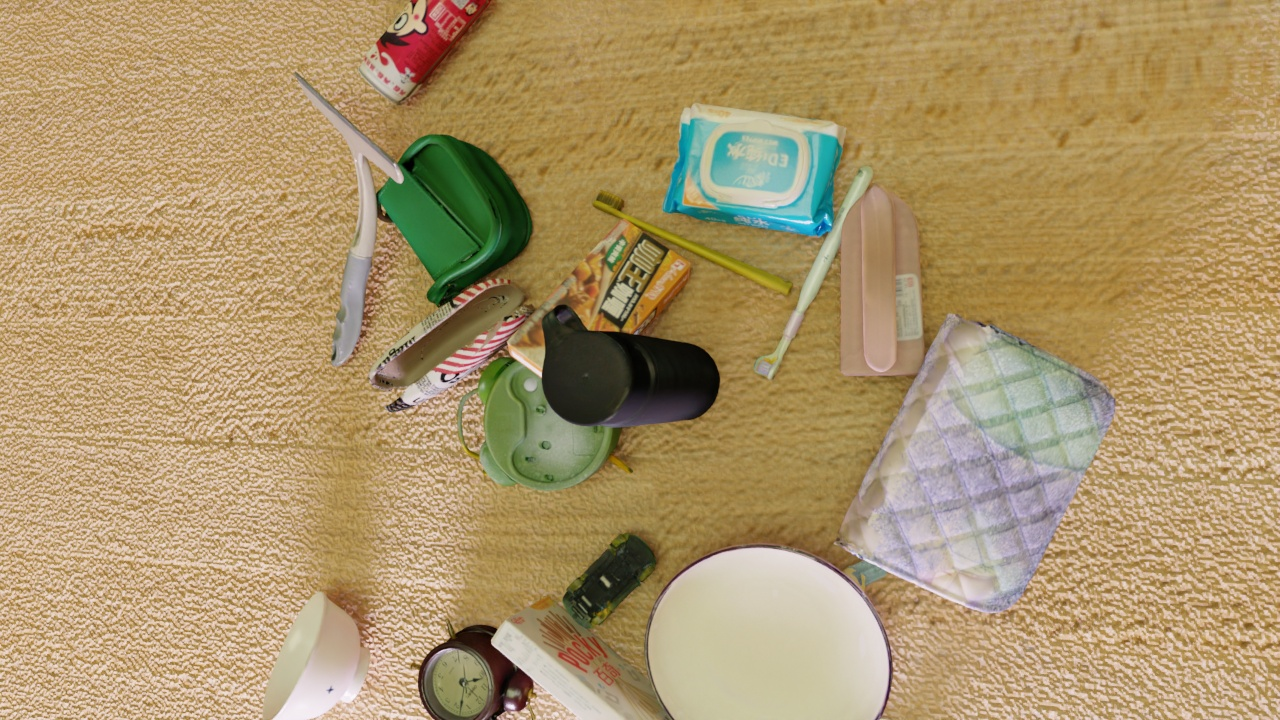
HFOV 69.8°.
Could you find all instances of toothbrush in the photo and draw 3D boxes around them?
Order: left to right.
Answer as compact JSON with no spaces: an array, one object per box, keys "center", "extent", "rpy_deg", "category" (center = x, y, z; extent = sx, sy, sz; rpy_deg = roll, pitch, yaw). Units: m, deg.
[{"center":[0.043,-0.101,0.780],"extent":[0.190,0.015,0.016],"rpy_deg":[27,89,16],"category":"toothbrush"},{"center":[0.142,-0.072,0.748],"extent":[0.020,0.029,0.189],"rpy_deg":[24,96,-27],"category":"toothbrush"}]

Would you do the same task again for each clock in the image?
[{"center":[-0.140,0.286,0.802],"extent":[0.122,0.055,0.082],"rpy_deg":[40,99,17],"category":"clock"},{"center":[-0.087,0.052,0.793],"extent":[0.161,0.056,0.116],"rpy_deg":[-2,87,16],"category":"clock"}]

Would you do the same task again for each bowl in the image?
[{"center":[-0.287,0.278,0.835],"extent":[0.064,0.118,0.118],"rpy_deg":[29,98,-24],"category":"bowl"}]

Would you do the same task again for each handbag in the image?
[{"center":[-0.172,-0.129,0.823],"extent":[0.120,0.067,0.131],"rpy_deg":[-38,80,21],"category":"handbag"},{"center":[0.244,0.077,0.676],"extent":[0.134,0.075,0.194],"rpy_deg":[25,95,-8],"category":"handbag"}]

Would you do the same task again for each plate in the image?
[{"center":[0.100,0.231,0.729],"extent":[0.192,0.039,0.192],"rpy_deg":[2,101,13],"category":"plate"}]

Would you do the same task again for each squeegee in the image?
[{"center":[-0.257,-0.103,0.826],"extent":[0.246,0.039,0.247],"rpy_deg":[41,129,43],"category":"squeegee"}]

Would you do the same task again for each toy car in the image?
[{"center":[-0.025,0.186,0.781],"extent":[0.091,0.036,0.043],"rpy_deg":[-46,76,11],"category":"toy car"}]

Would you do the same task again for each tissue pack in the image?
[{"center":[0.093,-0.153,0.741],"extent":[0.140,0.063,0.090],"rpy_deg":[12,92,16],"category":"tissue pack"}]

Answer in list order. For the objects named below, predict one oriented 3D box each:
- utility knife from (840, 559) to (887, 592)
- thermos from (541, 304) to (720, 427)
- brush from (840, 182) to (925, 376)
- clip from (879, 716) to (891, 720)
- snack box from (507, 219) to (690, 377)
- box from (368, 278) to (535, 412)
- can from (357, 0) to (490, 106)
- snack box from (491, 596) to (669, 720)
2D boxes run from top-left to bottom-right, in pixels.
[{"center":[0.127,0.202,0.750],"extent":[0.178,0.019,0.031],"rpy_deg":[-31,86,9],"category":"utility knife"},{"center":[-0.004,0.004,0.673],"extent":[0.068,0.242,0.090],"rpy_deg":[-33,79,12],"category":"thermos"},{"center":[0.185,-0.061,0.707],"extent":[0.063,0.073,0.145],"rpy_deg":[-1,86,17],"category":"brush"},{"center":[0.185,0.335,0.716],"extent":[0.034,0.060,0.097],"rpy_deg":[0,100,17],"category":"clip"},{"center":[-0.033,-0.043,0.760],"extent":[0.075,0.026,0.153],"rpy_deg":[35,69,15],"category":"snack box"},{"center":[-0.171,-0.020,0.818],"extent":[0.164,0.074,0.077],"rpy_deg":[-37,86,14],"category":"box"},{"center":[-0.196,-0.298,0.836],"extent":[0.133,0.053,0.053],"rpy_deg":[-46,77,11],"category":"can"},{"center":[-0.042,0.262,0.759],"extent":[0.157,0.084,0.027],"rpy_deg":[36,99,14],"category":"snack box"}]
